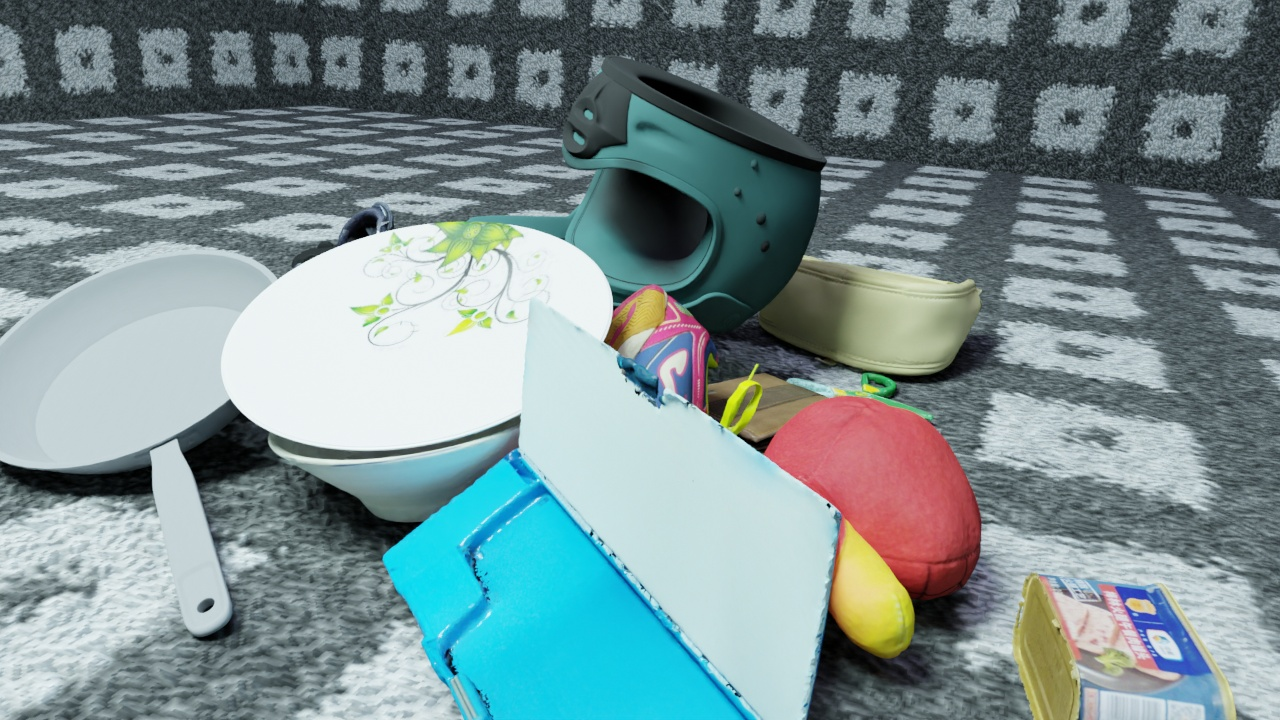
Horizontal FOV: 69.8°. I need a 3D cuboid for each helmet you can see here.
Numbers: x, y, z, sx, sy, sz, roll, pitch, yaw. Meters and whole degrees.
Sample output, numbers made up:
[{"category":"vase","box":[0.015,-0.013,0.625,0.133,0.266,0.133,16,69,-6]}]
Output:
[{"category":"helmet","box":[0.011,-0.109,0.722,0.274,0.201,0.176,5,33,-44]}]

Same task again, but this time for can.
[{"category":"can","box":[0.203,0.135,0.396,0.059,0.054,0.099,5,19,9]}]

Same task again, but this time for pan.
[{"category":"pan","box":[-0.289,0.041,0.552,0.200,0.051,0.356,-27,48,-18]}]

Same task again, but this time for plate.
[{"category":"plate","box":[-0.130,-0.015,0.557,0.229,0.030,0.229,-3,38,2]}]

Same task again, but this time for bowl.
[{"category":"bowl","box":[-0.124,0.052,0.548,0.177,0.058,0.176,-7,15,2]}]

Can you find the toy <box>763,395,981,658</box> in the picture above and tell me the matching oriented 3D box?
[{"category":"toy","box":[0.087,0.085,0.465,0.215,0.099,0.147,-19,37,-38]}]

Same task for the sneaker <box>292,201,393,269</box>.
[{"category":"sneaker","box":[-0.180,-0.050,0.710,0.097,0.151,0.251,12,21,26]}]

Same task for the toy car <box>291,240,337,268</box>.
[{"category":"toy car","box":[-0.252,-0.083,0.791,0.092,0.036,0.042,-7,24,1]}]

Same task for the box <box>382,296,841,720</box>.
[{"category":"box","box":[-0.016,0.086,0.372,0.070,0.171,0.243,26,5,-34]}]

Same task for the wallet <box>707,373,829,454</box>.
[{"category":"wallet","box":[0.091,0.039,0.685,0.120,0.027,0.099,-10,25,-38]}]

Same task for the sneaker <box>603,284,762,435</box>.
[{"category":"sneaker","box":[0.004,0.047,0.556,0.091,0.117,0.241,42,38,-17]}]

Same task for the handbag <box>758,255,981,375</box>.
[{"category":"handbag","box":[0.215,-0.052,0.903,0.233,0.088,0.190,17,18,41]}]

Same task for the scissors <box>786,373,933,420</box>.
[{"category":"scissors","box":[0.175,0.030,0.753,0.130,0.011,0.125,6,18,13]}]
